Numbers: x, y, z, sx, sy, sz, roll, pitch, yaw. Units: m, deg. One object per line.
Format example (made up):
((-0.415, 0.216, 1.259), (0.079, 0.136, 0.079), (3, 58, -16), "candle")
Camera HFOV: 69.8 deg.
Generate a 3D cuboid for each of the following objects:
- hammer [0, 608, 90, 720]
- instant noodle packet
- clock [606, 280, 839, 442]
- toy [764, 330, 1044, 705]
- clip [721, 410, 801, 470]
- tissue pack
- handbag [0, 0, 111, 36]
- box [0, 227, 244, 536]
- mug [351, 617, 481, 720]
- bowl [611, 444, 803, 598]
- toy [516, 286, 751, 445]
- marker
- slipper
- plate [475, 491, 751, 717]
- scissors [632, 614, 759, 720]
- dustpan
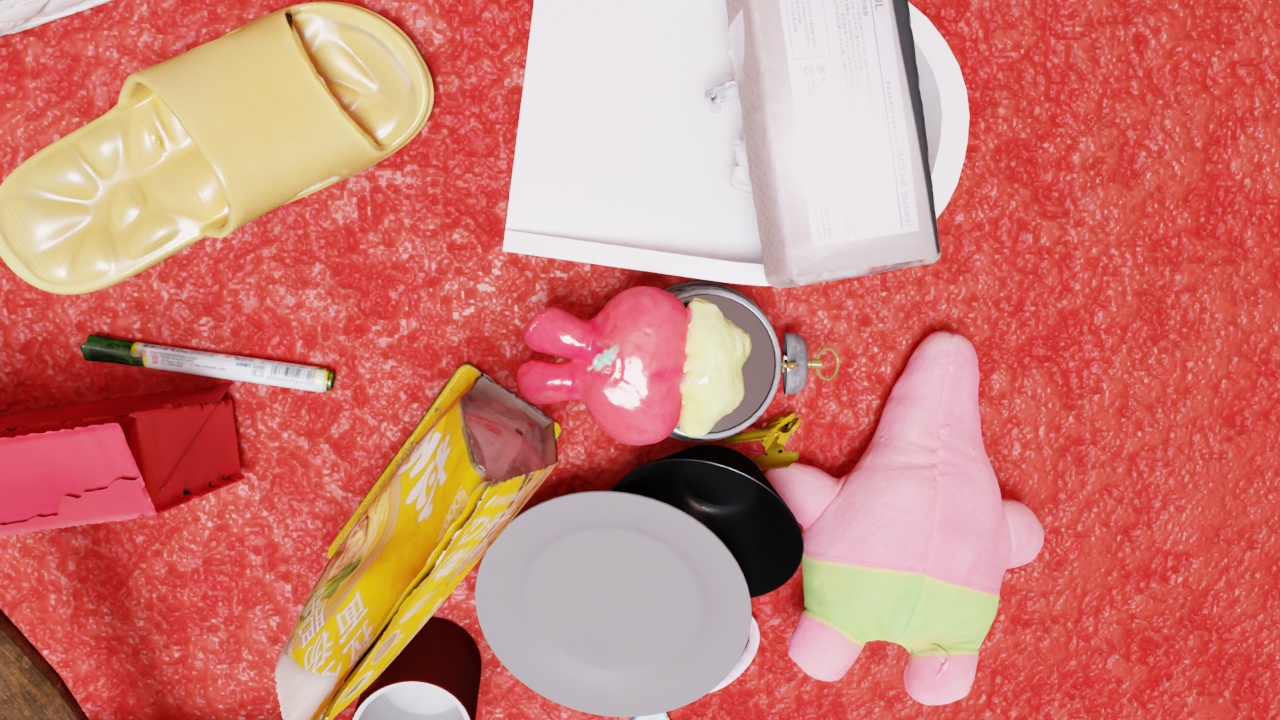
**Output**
((-0.282, 0.156, 0.462), (0.218, 0.037, 0.301), (-8, 125, 6), "hammer")
((-0.121, 0.100, 0.495), (0.084, 0.221, 0.163), (38, 94, -8), "instant noodle packet")
((0.053, 0.002, 0.577), (0.148, 0.056, 0.104), (0, 92, -1), "clock")
((0.175, 0.095, 0.596), (0.192, 0.097, 0.236), (13, 86, 0), "toy")
((0.085, 0.052, 0.599), (0.046, 0.054, 0.048), (6, 77, -29), "clip")
((0.096, -0.134, 0.505), (0.103, 0.071, 0.181), (-11, 97, -11), "tissue pack")
((-0.355, -0.274, 0.471), (0.139, 0.072, 0.195), (-20, 102, -1), "handbag")
((-0.354, -0.034, 0.432), (0.213, 0.148, 0.375), (-7, 127, -3), "box")
((-0.152, 0.205, 0.583), (0.073, 0.082, 0.105), (-45, 102, 4), "mug")
((0.045, 0.092, 0.586), (0.124, 0.052, 0.124), (10, 129, 12), "bowl")
((-0.003, 0.003, 0.526), (0.135, 0.045, 0.091), (1, 95, -4), "toy")
((-0.264, 0.003, 0.565), (0.146, 0.017, 0.017), (9, 100, -7), "marker")
((-0.246, -0.120, 0.512), (0.263, 0.078, 0.099), (-29, 101, 1), "slipper")
((-0.018, 0.159, 0.594), (0.178, 0.012, 0.179), (2, 114, 5), "plate")
((0.016, 0.227, 0.641), (0.175, 0.013, 0.170), (-32, 102, 1), "scissors")
((0.060, -0.142, 0.541), (0.257, 0.053, 0.191), (7, 96, -9), "dustpan")
